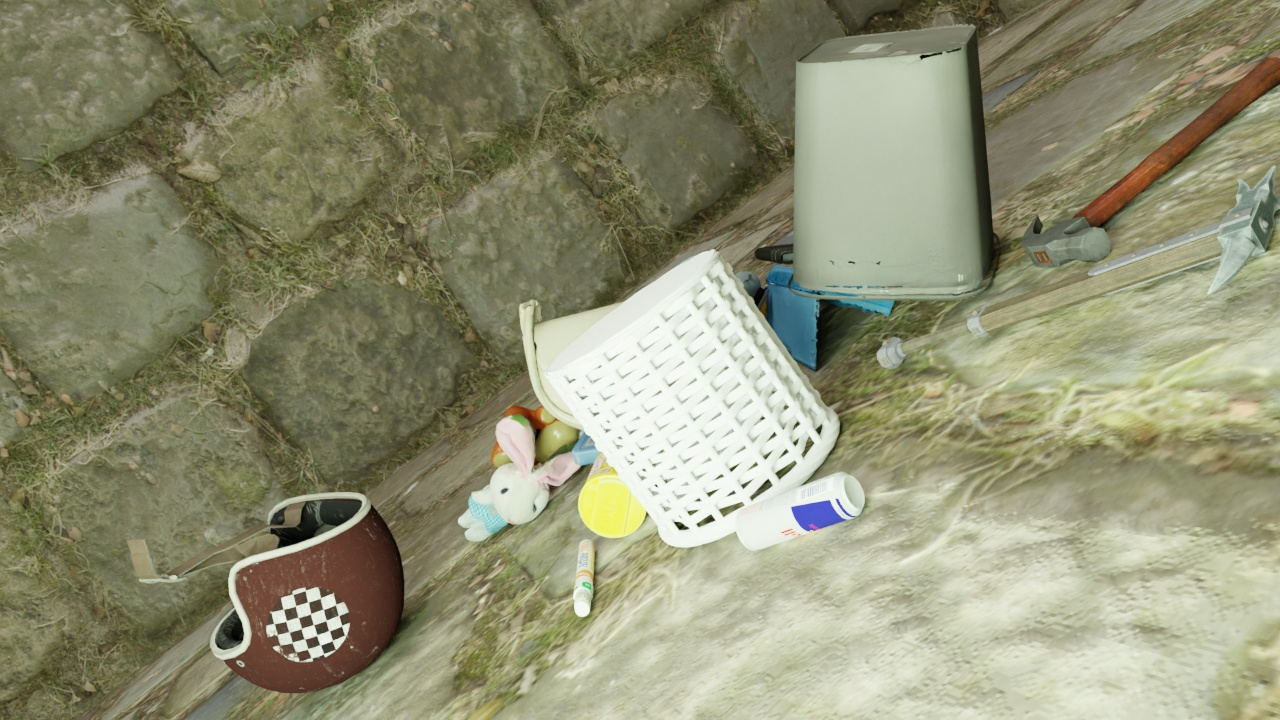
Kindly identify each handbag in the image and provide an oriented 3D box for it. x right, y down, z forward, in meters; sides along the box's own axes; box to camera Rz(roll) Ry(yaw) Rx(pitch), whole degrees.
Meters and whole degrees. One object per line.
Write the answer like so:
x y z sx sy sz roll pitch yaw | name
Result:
-0.006 0.006 1.017 0.229 0.184 0.132 -11 -8 6 | handbag

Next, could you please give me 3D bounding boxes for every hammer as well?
0.308 -0.044 0.709 0.146 0.028 0.318 -42 11 -38 | hammer
0.465 -0.179 0.819 0.300 0.028 0.111 -37 10 -9 | hammer

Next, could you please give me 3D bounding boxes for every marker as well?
-0.052 0.199 0.850 0.017 0.017 0.145 -35 9 4 | marker

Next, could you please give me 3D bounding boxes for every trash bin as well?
0.246 -0.197 0.899 0.198 0.220 0.196 3 28 24 | trash bin

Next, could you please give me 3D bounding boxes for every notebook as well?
0.253 -0.149 1.244 0.169 0.029 0.209 -5 11 -1 | notebook

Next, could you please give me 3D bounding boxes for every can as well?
0.112 0.108 0.652 0.095 0.032 0.032 -29 11 38 | can
-0.023 0.130 0.937 0.068 0.067 0.105 -34 9 14 | can

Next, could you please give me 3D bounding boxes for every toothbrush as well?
0.118 -0.019 1.138 0.167 0.013 0.013 -62 4 -12 | toothbrush

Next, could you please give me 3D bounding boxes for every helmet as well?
-0.401 0.261 1.074 0.233 0.253 0.233 -12 13 -7 | helmet

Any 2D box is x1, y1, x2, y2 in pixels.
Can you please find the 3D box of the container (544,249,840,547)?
0.044 0.031 0.803 0.189 0.187 0.189 -35 9 6 | container

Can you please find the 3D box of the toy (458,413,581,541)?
-0.180 0.181 1.215 0.206 0.131 0.105 -45 25 26 | toy

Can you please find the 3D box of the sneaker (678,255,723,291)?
0.076 -0.069 1.291 0.098 0.083 0.242 -42 -21 -38 | sneaker

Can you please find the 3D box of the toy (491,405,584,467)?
-0.124 0.099 1.286 0.175 0.096 0.112 -14 -41 -38 | toy

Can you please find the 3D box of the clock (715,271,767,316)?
0.122 -0.057 1.210 0.122 0.045 0.159 -59 -13 -15 | clock

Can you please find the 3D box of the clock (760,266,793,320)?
0.194 -0.092 1.329 0.152 0.052 0.113 -28 11 22 | clock

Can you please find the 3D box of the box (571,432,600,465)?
-0.025 0.098 1.212 0.069 0.064 0.209 -15 18 19 | box

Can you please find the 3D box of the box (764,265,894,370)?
0.207 -0.048 1.081 0.231 0.094 0.110 -127 51 -80 | box
